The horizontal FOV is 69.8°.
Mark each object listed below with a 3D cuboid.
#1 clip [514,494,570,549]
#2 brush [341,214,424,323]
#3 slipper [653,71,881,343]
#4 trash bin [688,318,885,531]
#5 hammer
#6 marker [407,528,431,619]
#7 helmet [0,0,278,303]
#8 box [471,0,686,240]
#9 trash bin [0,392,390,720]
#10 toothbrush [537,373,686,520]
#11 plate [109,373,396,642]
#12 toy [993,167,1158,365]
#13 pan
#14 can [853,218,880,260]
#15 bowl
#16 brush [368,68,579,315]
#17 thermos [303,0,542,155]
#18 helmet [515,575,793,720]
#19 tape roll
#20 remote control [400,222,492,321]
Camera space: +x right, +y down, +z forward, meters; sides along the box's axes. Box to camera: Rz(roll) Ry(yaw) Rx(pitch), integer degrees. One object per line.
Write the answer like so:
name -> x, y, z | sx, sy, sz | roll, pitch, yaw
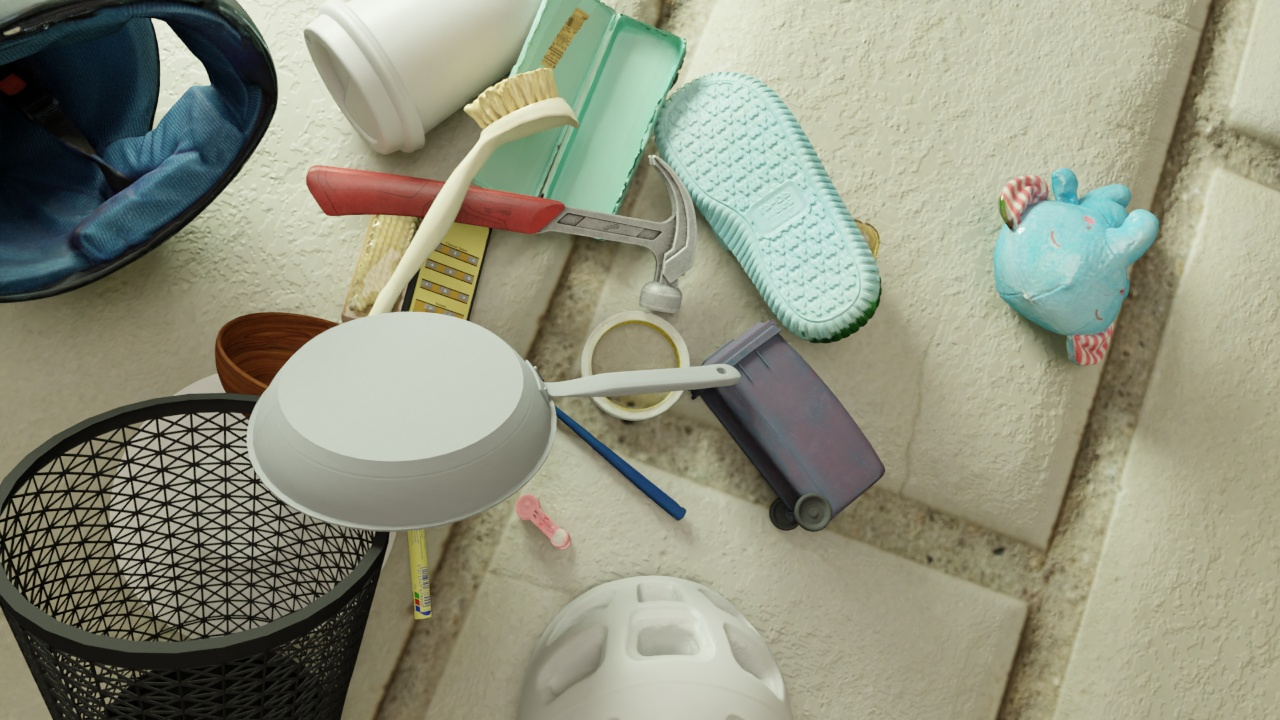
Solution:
clip -> -0.080, 0.136, 0.760 | 0.023, 0.044, 0.060 | -45, 103, -13
brush -> -0.213, -0.083, 0.772 | 0.049, 0.039, 0.117 | 15, 79, -3
slipper -> 0.111, -0.132, 0.778 | 0.116, 0.069, 0.276 | -36, 69, 18
trash bin -> 0.115, 0.055, 0.763 | 0.092, 0.094, 0.161 | -37, 85, -10
hammer -> -0.107, -0.124, 0.751 | 0.315, 0.036, 0.126 | 8, 101, -13
marker -> -0.185, 0.145, 0.757 | 0.014, 0.014, 0.132 | -6, 83, -7
helmet -> -0.450, -0.201, 0.662 | 0.316, 0.249, 0.236 | -39, 59, -9
box -> -0.053, -0.211, 0.781 | 0.138, 0.057, 0.187 | 24, 94, -13
trash bin -> -0.283, 0.184, 0.606 | 0.217, 0.216, 0.244 | 12, 122, -5
toothbrush -> -0.034, 0.070, 0.783 | 0.190, 0.016, 0.017 | 41, 73, 0
plate -> -0.312, 0.116, 0.739 | 0.229, 0.030, 0.229 | 1, 82, -6
toy -> 0.399, -0.098, 0.812 | 0.180, 0.115, 0.183 | -32, 97, -21
pan -> -0.085, 0.020, 0.641 | 0.356, 0.051, 0.200 | -10, 40, -21
can -> 0.169, -0.072, 0.802 | 0.054, 0.059, 0.099 | 15, 80, -4
bowl -> -0.258, 0.027, 0.714 | 0.147, 0.147, 0.069 | 23, 109, -3
brush -> -0.147, -0.111, 0.702 | 0.077, 0.062, 0.272 | 38, 91, 6
thermos -> -0.152, -0.277, 0.768 | 0.221, 0.132, 0.131 | -37, 87, -17
helmet -> 0.010, 0.321, 0.714 | 0.224, 0.183, 0.282 | 7, 102, -1
tape roll -> -0.005, 0.005, 0.793 | 0.094, 0.019, 0.094 | 1, 83, -6
remote control -> -0.166, -0.063, 0.773 | 0.058, 0.013, 0.133 | 18, 79, -36
